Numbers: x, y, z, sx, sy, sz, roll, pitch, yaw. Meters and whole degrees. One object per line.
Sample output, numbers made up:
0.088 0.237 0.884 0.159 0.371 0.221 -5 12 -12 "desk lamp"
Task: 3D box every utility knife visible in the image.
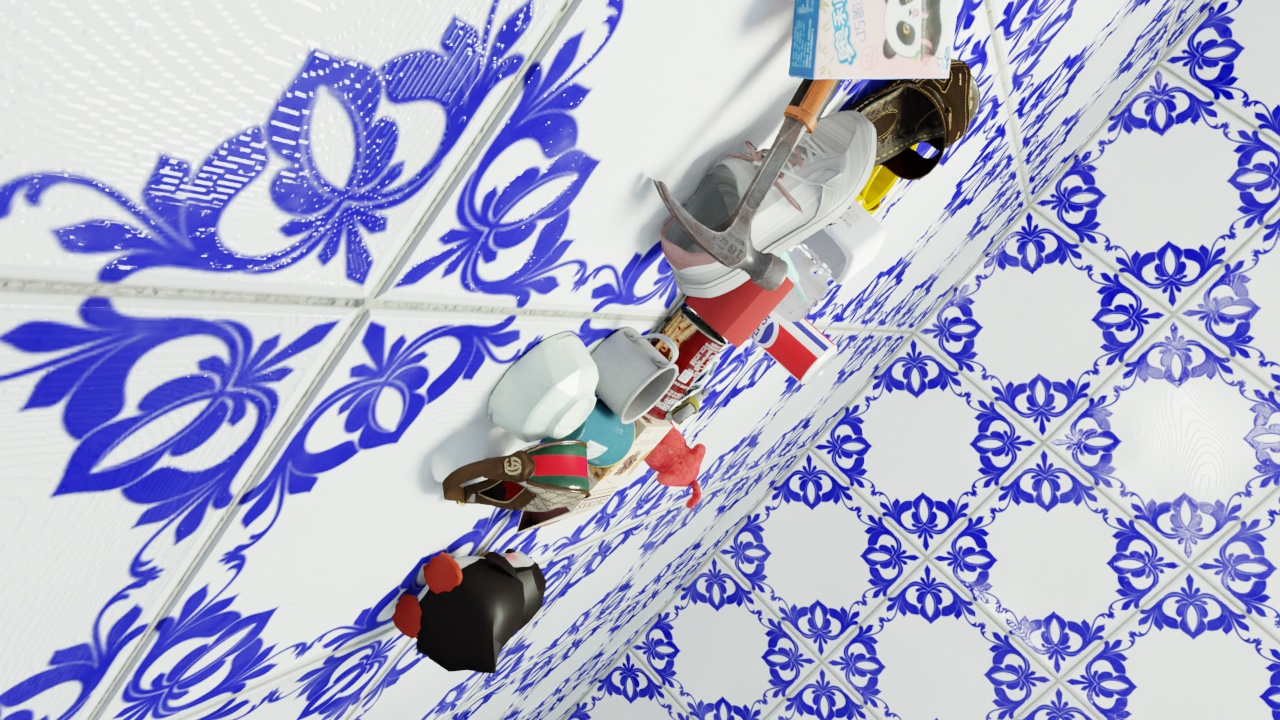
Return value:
0.165 -0.117 1.064 0.022 0.015 0.141 -18 130 24 "utility knife"

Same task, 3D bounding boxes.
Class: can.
0.201 -0.033 1.259 0.070 0.132 0.070 -41 162 -16 "can"

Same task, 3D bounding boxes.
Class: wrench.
0.057 0.063 1.192 0.083 0.018 0.273 -36 178 5 "wrench"

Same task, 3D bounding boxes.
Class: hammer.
0.133 -0.226 0.767 0.314 0.137 0.035 -60 -162 6 "hammer"

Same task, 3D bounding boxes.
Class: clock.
0.291 -0.235 1.156 0.152 0.052 0.113 -58 159 22 "clock"

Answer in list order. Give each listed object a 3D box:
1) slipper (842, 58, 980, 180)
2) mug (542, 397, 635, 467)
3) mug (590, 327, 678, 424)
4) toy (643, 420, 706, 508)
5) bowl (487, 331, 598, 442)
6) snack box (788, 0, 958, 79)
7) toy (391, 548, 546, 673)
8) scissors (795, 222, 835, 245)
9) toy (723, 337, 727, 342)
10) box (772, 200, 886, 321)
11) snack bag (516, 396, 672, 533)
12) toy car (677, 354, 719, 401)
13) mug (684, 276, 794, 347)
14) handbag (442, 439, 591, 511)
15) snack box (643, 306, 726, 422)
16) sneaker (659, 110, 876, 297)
0.318 -0.272 1.037 0.267 0.076 0.113 -27 127 -35 "slipper"
-0.062 0.072 0.993 0.078 0.078 0.121 -48 159 5 "mug"
-0.006 0.006 0.970 0.084 0.070 0.113 -26 154 -48 "mug"
0.054 0.156 1.368 0.088 0.133 0.094 -31 169 -12 "toy"
-0.083 0.035 0.877 0.117 0.061 0.118 -41 162 -17 "bowl"
0.187 -0.269 0.727 0.153 0.033 0.088 -11 113 -30 "snack box"
-0.177 0.297 1.111 0.159 0.140 0.183 -51 162 17 "toy"
0.116 -0.120 0.940 0.171 0.012 0.157 -16 -162 11 "scissors"
0.107 -0.046 1.175 0.122 0.038 0.079 -20 143 -60 "toy"
0.200 -0.124 1.112 0.132 0.107 0.152 -36 166 -12 "box"
-0.066 0.132 1.119 0.206 0.070 0.094 -49 162 12 "snack bag"
0.078 0.025 1.282 0.090 0.027 0.038 -48 165 8 "toy car"
0.117 -0.074 1.056 0.096 0.080 0.116 -48 159 8 "mug"
-0.125 0.118 0.907 0.138 0.063 0.167 1 165 -20 "handbag"
0.035 0.004 1.064 0.121 0.072 0.072 -51 162 14 "snack box"
0.114 -0.158 0.839 0.236 0.099 0.089 -41 150 3 "sneaker"
